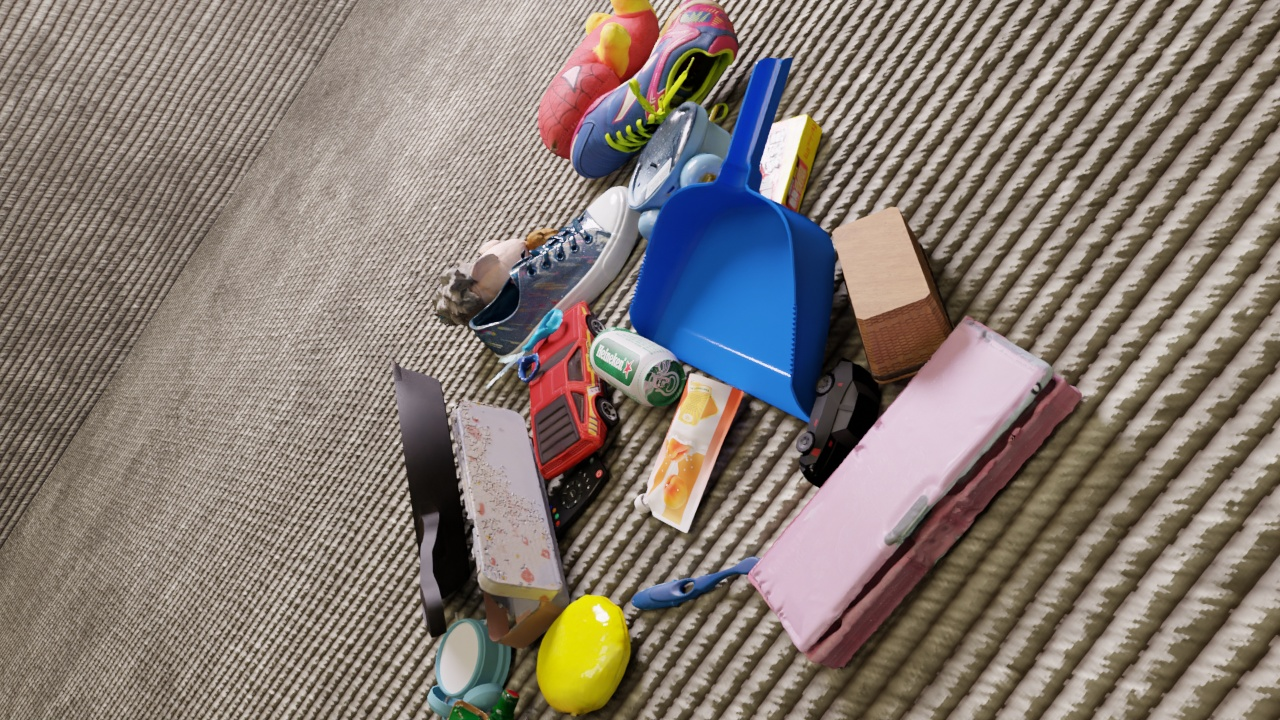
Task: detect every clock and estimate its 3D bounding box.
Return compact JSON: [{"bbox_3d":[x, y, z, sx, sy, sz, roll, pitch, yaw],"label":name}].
[{"bbox_3d":[0.038,-0.174,0.878,0.118,0.060,0.161,-42,30,43],"label":"clock"},{"bbox_3d":[-0.150,0.285,0.812,0.088,0.042,0.123,-19,56,40],"label":"clock"}]

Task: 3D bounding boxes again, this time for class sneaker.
[{"bbox_3d":[0.008,-0.263,0.959,0.243,0.116,0.091,-44,50,36],"label":"sneaker"},{"bbox_3d":[-0.092,-0.095,0.978,0.236,0.079,0.087,-50,37,11],"label":"sneaker"}]

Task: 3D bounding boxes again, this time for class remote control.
[{"bbox_3d":[-0.073,0.140,0.844,0.125,0.010,0.039,-50,37,11],"label":"remote control"}]

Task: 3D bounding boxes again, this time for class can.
[{"bbox_3d":[-0.005,0.005,0.827,0.053,0.053,0.101,-59,36,-1],"label":"can"}]

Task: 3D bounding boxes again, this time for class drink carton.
[{"bbox_3d":[0.039,0.075,0.749,0.069,0.039,0.122,17,84,52],"label":"drink carton"}]

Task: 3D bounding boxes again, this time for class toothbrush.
[{"bbox_3d":[0.042,0.169,0.689,0.133,0.016,0.021,-28,45,38],"label":"toothbrush"}]

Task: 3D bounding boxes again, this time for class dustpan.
[{"bbox_3d":[0.086,-0.109,0.735,0.246,0.059,0.258,28,103,56],"label":"dustpan"}]

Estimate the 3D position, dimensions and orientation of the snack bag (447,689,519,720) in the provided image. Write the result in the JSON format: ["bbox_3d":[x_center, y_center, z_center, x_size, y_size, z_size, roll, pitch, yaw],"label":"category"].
[{"bbox_3d":[-0.139,0.341,0.745,0.087,0.044,0.155,22,83,26],"label":"snack bag"}]

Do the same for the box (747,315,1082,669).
[{"bbox_3d":[0.163,0.081,0.585,0.233,0.046,0.098,-51,38,10],"label":"box"}]

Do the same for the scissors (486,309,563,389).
[{"bbox_3d":[-0.126,0.004,0.929,0.134,0.015,0.103,-36,29,33],"label":"scissors"}]

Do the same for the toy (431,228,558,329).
[{"bbox_3d":[-0.163,-0.099,1.045,0.176,0.132,0.076,-34,83,1],"label":"toy"}]

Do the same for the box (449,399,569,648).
[{"bbox_3d":[-0.126,0.146,0.831,0.216,0.095,0.108,-110,36,-46],"label":"box"}]

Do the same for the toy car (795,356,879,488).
[{"bbox_3d":[0.141,0.045,0.638,0.036,0.042,0.091,2,66,52],"label":"toy car"}]

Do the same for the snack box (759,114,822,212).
[{"bbox_3d":[0.110,-0.145,0.826,0.075,0.025,0.152,-2,63,49],"label":"snack box"}]

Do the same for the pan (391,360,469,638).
[{"bbox_3d":[-0.182,0.135,0.823,0.356,0.043,0.249,-133,37,-67],"label":"pan"}]

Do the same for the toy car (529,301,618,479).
[{"bbox_3d":[-0.071,0.025,0.892,0.082,0.056,0.189,-35,39,26],"label":"toy car"}]

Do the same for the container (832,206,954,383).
[{"bbox_3d":[0.174,-0.051,0.640,0.063,0.061,0.113,-20,48,18],"label":"container"}]

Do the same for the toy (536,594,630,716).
[{"bbox_3d":[-0.046,0.231,0.723,0.096,0.041,0.094,-19,49,40],"label":"toy"}]

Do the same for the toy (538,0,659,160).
[{"bbox_3d":[-0.050,-0.329,1.077,0.216,0.098,0.148,-68,11,-17],"label":"toy"}]
